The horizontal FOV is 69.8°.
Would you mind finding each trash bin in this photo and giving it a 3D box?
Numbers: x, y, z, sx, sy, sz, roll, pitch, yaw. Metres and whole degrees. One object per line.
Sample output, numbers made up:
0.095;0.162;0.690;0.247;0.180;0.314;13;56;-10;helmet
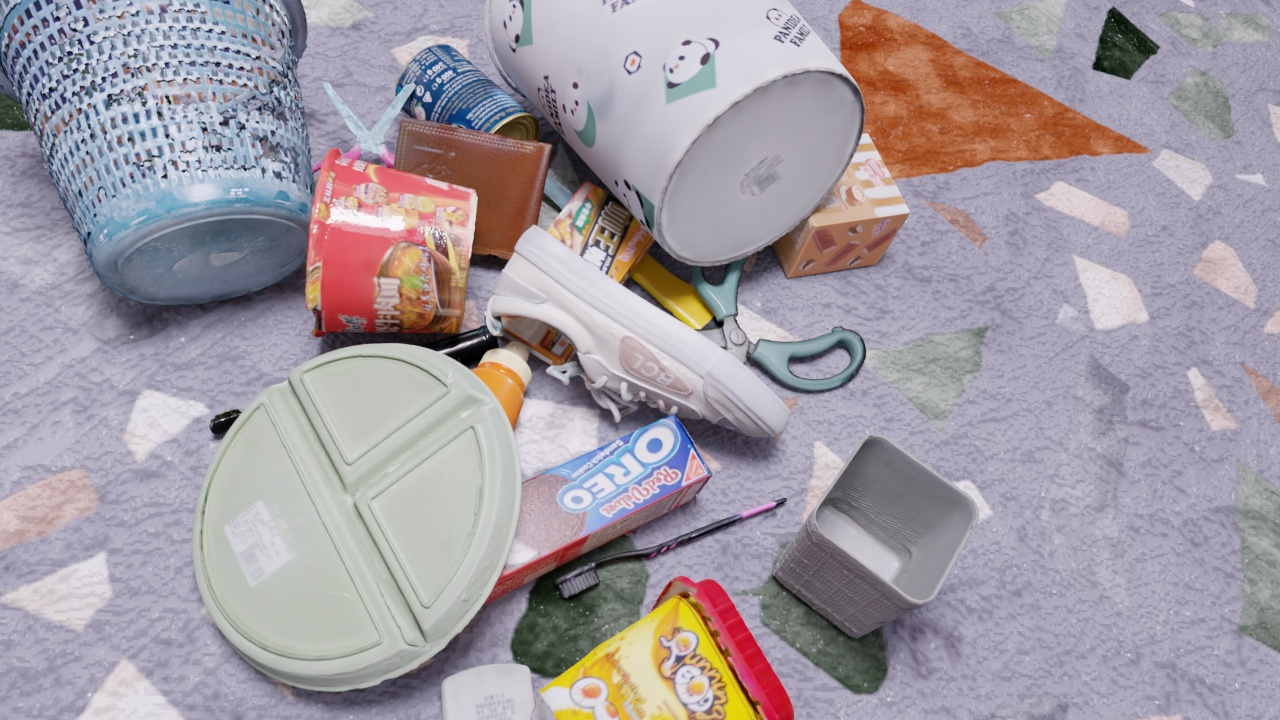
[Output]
-0.334;-0.155;0.667;0.226;0.227;0.195;-16;77;-20;trash bin
0.029;-0.227;0.734;0.229;0.230;0.251;-21;58;-22;trash bin

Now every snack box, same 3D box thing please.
0.166;-0.137;0.814;0.094;0.077;0.092;-10;62;-16;snack box
-0.053;0.107;0.638;0.207;0.058;0.057;-23;69;-22;snack box
-0.055;-0.071;0.750;0.075;0.026;0.153;31;67;8;snack box

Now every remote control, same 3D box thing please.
-0.086;0.263;0.559;0.058;0.021;0.149;-4;60;-15;remote control

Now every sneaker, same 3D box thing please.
-0.004;0.004;0.675;0.242;0.089;0.091;33;91;-5;sneaker

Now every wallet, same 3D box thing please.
-0.141;-0.139;0.748;0.124;0.101;0.032;10;14;-4;wallet

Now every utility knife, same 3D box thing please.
-0.014;-0.096;0.790;0.230;0.015;0.033;43;61;12;utility knife

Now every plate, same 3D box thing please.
-0.187;0.090;0.588;0.230;0.027;0.229;-6;65;13;plate

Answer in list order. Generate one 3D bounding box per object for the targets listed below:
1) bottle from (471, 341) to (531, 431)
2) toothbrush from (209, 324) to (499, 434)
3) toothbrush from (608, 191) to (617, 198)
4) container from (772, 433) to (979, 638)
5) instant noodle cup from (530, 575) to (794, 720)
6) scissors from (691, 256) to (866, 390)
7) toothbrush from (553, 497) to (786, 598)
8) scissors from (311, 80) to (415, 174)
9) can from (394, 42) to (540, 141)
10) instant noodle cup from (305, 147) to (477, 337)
-0.118;0.042;0.665;0.067;0.067;0.149;22;50;3;bottle
-0.209;0.015;0.683;0.212;0.026;0.027;-19;31;-19;toothbrush
0.063;-0.163;0.840;0.220;0.027;0.026;-16;97;-19;toothbrush
0.155;0.126;0.632;0.090;0.114;0.090;37;60;11;container
0.008;0.210;0.552;0.123;0.116;0.116;-22;66;-23;instant noodle cup
0.110;-0.043;0.769;0.170;0.019;0.174;10;66;-13;scissors
0.027;0.133;0.664;0.189;0.014;0.017;-16;74;-20;toothbrush
-0.225;-0.176;0.772;0.136;0.017;0.133;36;89;-10;scissors
-0.152;-0.215;0.801;0.111;0.075;0.075;43;61;16;can
-0.181;-0.082;0.682;0.108;0.138;0.137;6;58;-11;instant noodle cup
